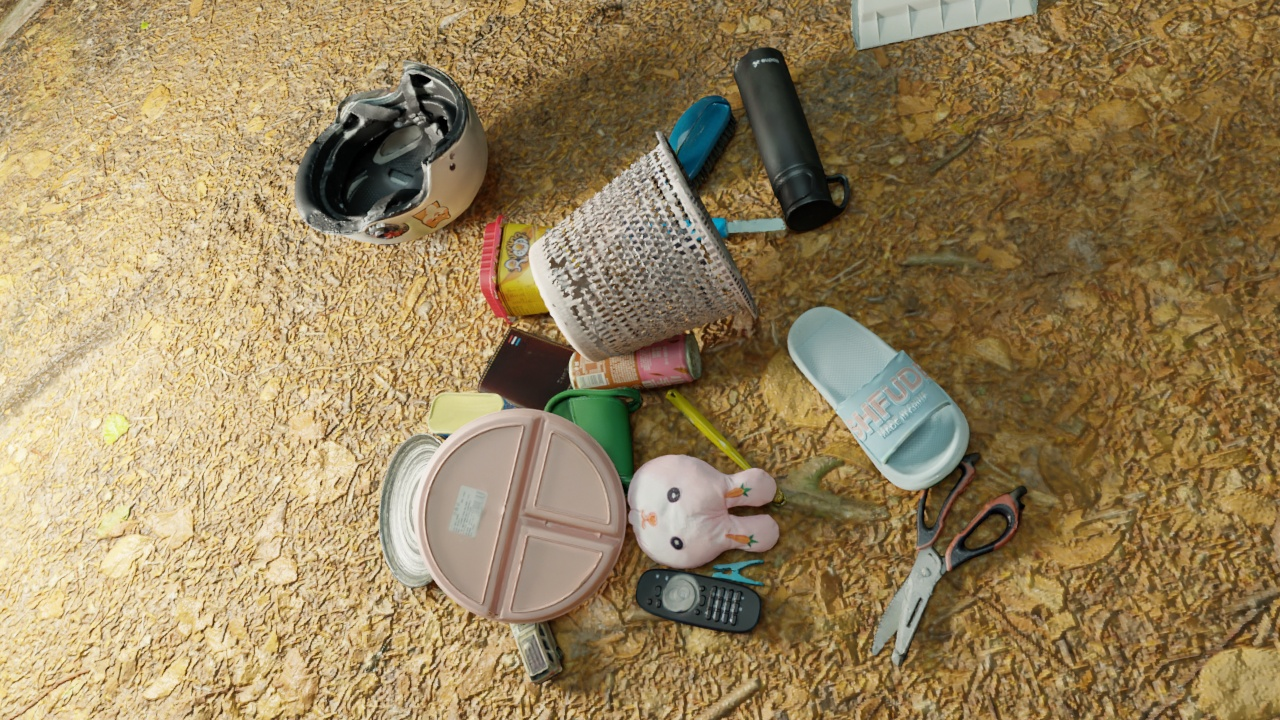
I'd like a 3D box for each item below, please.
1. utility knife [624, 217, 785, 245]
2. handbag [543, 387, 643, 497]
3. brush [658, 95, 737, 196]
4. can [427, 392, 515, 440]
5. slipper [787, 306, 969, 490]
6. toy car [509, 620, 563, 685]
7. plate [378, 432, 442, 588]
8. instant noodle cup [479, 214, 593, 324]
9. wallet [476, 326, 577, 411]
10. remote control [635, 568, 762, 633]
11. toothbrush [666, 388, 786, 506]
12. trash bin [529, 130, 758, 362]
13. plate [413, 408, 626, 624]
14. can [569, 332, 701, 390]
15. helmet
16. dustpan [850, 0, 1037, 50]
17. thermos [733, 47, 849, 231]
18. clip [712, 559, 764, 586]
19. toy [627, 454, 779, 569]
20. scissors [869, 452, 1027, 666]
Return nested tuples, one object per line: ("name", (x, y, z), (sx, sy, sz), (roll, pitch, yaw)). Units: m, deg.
("utility knife", (0.075, -0.160, 1.122), (0.217, 0.018, 0.034), (0, 63, 29))
("handbag", (-0.049, 0.100, 1.042), (0.120, 0.068, 0.131), (-9, 62, 7))
("brush", (0.068, -0.279, 1.162), (0.055, 0.073, 0.143), (23, 77, 33))
("can", (-0.189, 0.077, 1.090), (0.102, 0.083, 0.057), (0, 67, 21))
("slipper", (0.241, 0.025, 0.955), (0.104, 0.074, 0.245), (-38, 55, 0))
("toy car", (-0.115, 0.300, 0.988), (0.042, 0.035, 0.090), (-29, 57, 4))
("plate", (-0.254, 0.175, 1.071), (0.180, 0.024, 0.179), (-12, 74, 44))
("instant noodle cup", (-0.125, -0.114, 1.145), (0.124, 0.116, 0.116), (-1, 65, 8))
("wallet", (-0.132, 0.016, 1.135), (0.122, 0.020, 0.096), (20, 74, 25))
("remote control", (0.061, 0.249, 0.950), (0.137, 0.024, 0.053), (7, 72, 24))
("toothbrush", (0.092, 0.093, 1.014), (0.015, 0.016, 0.190), (-44, 59, -4))
("trash bin", (-0.005, -0.104, 1.003), (0.192, 0.227, 0.227), (-28, 60, 9))
("plate", (-0.130, 0.166, 0.974), (0.229, 0.028, 0.229), (0, 87, 2))
("can", (-0.006, 0.006, 1.068), (0.147, 0.058, 0.057), (-9, 64, 16))
("helmet", (-0.318, -0.258, 1.253), (0.274, 0.156, 0.229), (-32, 60, 17))
("dustpan", (0.384, -0.543, 1.202), (0.223, 0.142, 0.258), (-6, 94, 18))
("thermos", (0.186, -0.273, 1.127), (0.090, 0.069, 0.242), (-6, 63, -14))
("clip", (0.102, 0.221, 0.954), (0.055, 0.013, 0.038), (-5, 64, 19))
("toy", (0.064, 0.157, 0.966), (0.159, 0.054, 0.121), (-6, 92, 12))
("scissors", (0.297, 0.195, 0.890), (0.204, 0.015, 0.202), (-16, 62, 13))
